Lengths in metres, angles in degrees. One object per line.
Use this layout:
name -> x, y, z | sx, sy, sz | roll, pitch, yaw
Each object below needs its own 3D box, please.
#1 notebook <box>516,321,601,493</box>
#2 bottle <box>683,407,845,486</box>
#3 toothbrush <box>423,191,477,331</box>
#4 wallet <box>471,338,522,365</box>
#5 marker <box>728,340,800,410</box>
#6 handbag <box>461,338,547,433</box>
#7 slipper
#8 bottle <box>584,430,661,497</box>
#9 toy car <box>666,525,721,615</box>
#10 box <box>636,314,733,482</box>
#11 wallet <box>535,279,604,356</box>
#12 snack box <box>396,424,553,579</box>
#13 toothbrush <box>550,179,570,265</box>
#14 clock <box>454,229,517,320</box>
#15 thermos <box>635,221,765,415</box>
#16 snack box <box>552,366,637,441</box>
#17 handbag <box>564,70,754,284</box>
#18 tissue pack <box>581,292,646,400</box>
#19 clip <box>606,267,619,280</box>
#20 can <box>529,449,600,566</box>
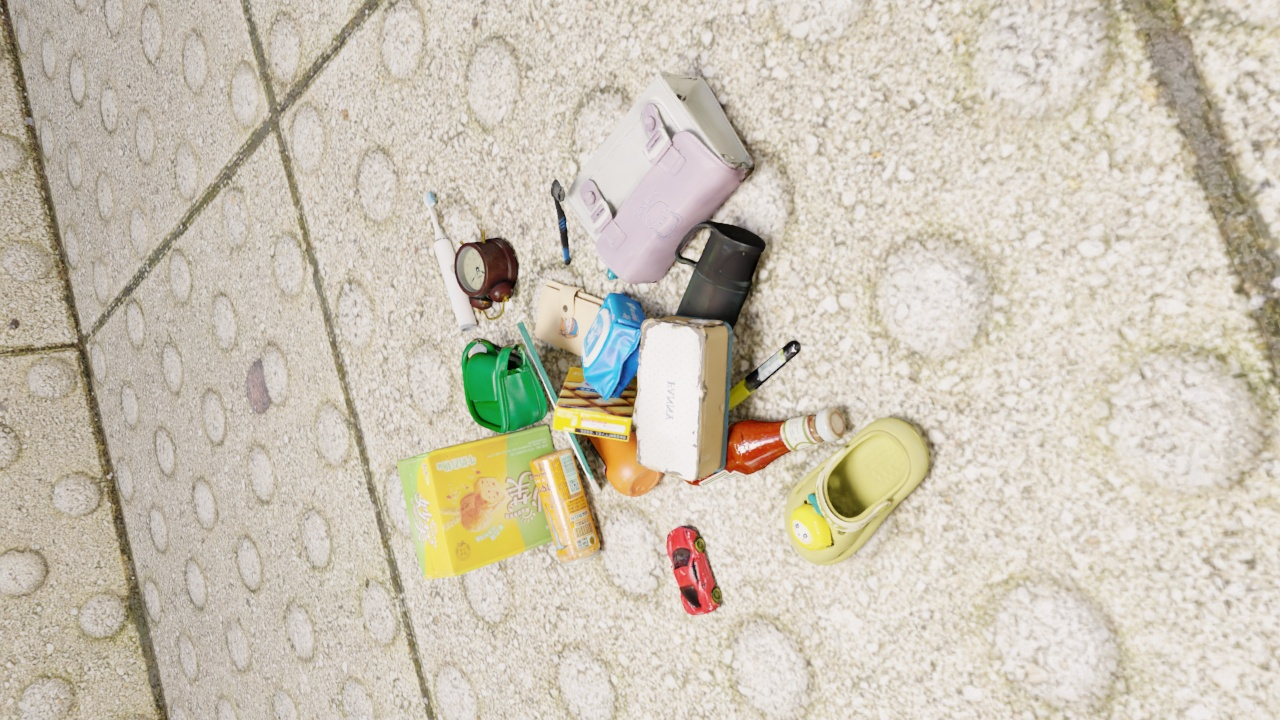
notebook -> -0.103, 0.064, 1.164 | 0.209, 0.012, 0.150 | 63, 173, 16
bottle -> 0.126, 0.091, 0.990 | 0.207, 0.059, 0.059 | -21, 82, 42
toothbrush -> -0.286, -0.148, 1.358 | 0.026, 0.026, 0.221 | -25, 79, 31
wallet -> -0.203, 0.030, 1.315 | 0.121, 0.019, 0.097 | 22, 113, 37
marker -> 0.130, 0.018, 1.005 | 0.124, 0.015, 0.018 | -44, 68, 35
handbag -> -0.183, 0.032, 1.218 | 0.131, 0.067, 0.120 | 13, 116, 57
slipper -> 0.201, 0.132, 0.912 | 0.091, 0.081, 0.191 | 54, 125, 26
bottle -> -0.035, 0.103, 1.143 | 0.149, 0.066, 0.067 | 47, 125, 36
toy car -> 0.059, 0.251, 1.096 | 0.049, 0.031, 0.106 | -25, 78, 41
box -> 0.045, 0.045, 0.973 | 0.090, 0.059, 0.184 | 13, 109, 35
wallet -> -0.091, -0.055, 1.193 | 0.115, 0.024, 0.087 | 23, 111, 40
snack box -> -0.199, 0.181, 1.202 | 0.070, 0.209, 0.157 | -16, 86, 43
toothbrush -> -0.093, -0.161, 1.111 | 0.016, 0.014, 0.190 | 42, 163, 16
clock -> -0.212, -0.116, 1.274 | 0.082, 0.055, 0.122 | -16, 87, 43
thermos -> 0.056, -0.036, 1.023 | 0.090, 0.068, 0.243 | 25, 115, 10
snack box -> -0.050, 0.049, 1.076 | 0.087, 0.140, 0.034 | 9, 107, 1
handbag -> 0.019, -0.198, 1.024 | 0.198, 0.098, 0.145 | -46, 72, 38
tissue pack -> -0.032, -0.020, 1.075 | 0.095, 0.052, 0.157 | -62, 16, 16
clip -> -0.030, -0.124, 1.126 | 0.014, 0.039, 0.056 | 34, 124, 37
can -> -0.099, 0.192, 1.207 | 0.058, 0.058, 0.146 | -18, 89, 43
